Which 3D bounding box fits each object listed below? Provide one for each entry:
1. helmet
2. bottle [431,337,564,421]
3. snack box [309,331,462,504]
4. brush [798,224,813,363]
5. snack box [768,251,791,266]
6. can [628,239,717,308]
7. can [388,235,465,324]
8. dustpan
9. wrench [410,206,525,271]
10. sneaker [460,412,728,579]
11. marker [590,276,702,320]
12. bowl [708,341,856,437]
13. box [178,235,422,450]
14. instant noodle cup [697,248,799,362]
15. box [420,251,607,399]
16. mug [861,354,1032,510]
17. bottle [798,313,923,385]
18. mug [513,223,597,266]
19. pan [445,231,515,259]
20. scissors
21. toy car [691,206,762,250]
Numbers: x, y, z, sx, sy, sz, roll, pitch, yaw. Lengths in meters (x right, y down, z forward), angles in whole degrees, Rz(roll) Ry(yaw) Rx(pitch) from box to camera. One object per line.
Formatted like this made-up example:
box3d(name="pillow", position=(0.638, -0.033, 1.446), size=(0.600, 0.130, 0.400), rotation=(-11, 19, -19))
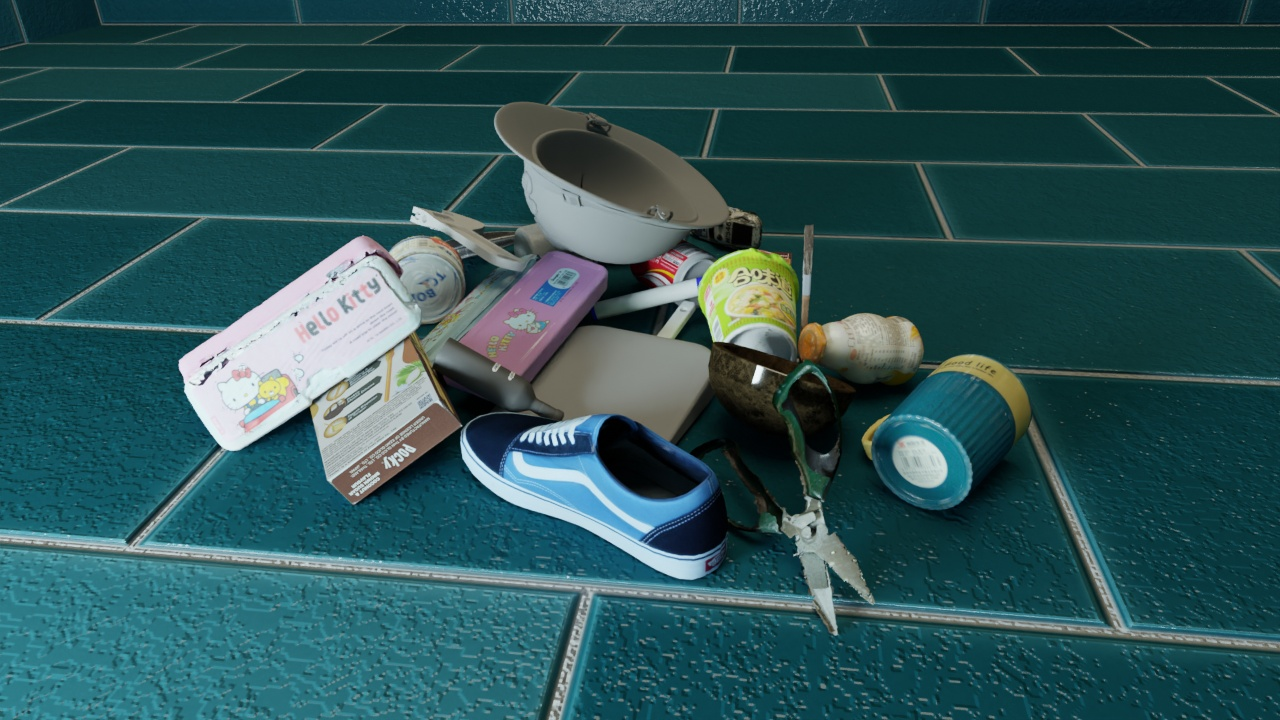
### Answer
box3d(name="helmet", position=(-0.044, -0.154, 0.925), size=(0.270, 0.118, 0.183), rotation=(6, 41, -38))
box3d(name="bottle", position=(-0.114, 0.022, 0.753), size=(0.113, 0.030, 0.030), rotation=(30, 31, -4))
box3d(name="snack box", position=(-0.220, 0.029, 0.761), size=(0.101, 0.032, 0.186), rotation=(-37, 36, -5))
box3d(name="brush", position=(0.146, -0.047, 0.812), size=(0.008, 0.143, 0.045), rotation=(2, 37, 9))
box3d(name="snack box", position=(0.132, -0.075, 0.980), size=(0.051, 0.032, 0.140), rotation=(4, 29, 10))
box3d(name="can", position=(0.035, -0.101, 0.999), size=(0.064, 0.064, 0.105), rotation=(-18, 33, -28))
box3d(name="can", position=(-0.226, -0.083, 0.956), size=(0.086, 0.086, 0.043), rotation=(-7, 31, -10))
box3d(name="dustpan", position=(-0.005, 0.005, 0.847), size=(0.163, 0.033, 0.256), rotation=(11, 40, 24))
box3d(name="wrench", position=(-0.177, -0.131, 0.991), size=(0.086, 0.018, 0.273), rotation=(10, 13, -34))
box3d(name="sneaker", position=(-0.039, 0.063, 0.663), size=(0.241, 0.098, 0.083), rotation=(20, 39, 34))
box3d(name="marker", position=(0.018, -0.065, 0.943), size=(0.142, 0.020, 0.020), rotation=(-13, 27, 13))
box3d(name="bowl", position=(0.108, 0.031, 0.750), size=(0.121, 0.056, 0.121), rotation=(18, 8, -3))
box3d(name="box", position=(-0.281, -0.009, 0.786), size=(0.202, 0.087, 0.102), rotation=(-35, 75, -2))
box3d(name="instant noodle cup", position=(0.104, -0.034, 0.854), size=(0.099, 0.099, 0.107), rotation=(0, 37, 2))
box3d(name="box", position=(-0.135, -0.038, 0.873), size=(0.150, 0.049, 0.213), rotation=(2, 35, 27))
box3d(name="mug", position=(0.224, 0.056, 0.702), size=(0.114, 0.083, 0.107), rotation=(-13, 16, 48))
box3d(name="bottle", position=(0.193, -0.011, 0.809), size=(0.108, 0.063, 0.063), rotation=(4, 25, -24))
box3d(name="mug", position=(-0.100, -0.122, 1.019), size=(0.070, 0.084, 0.113), rotation=(-17, 41, -21))
box3d(name="pan", position=(-0.115, -0.159, 1.129), size=(0.356, 0.055, 0.187), rotation=(-22, 33, -11))
box3d(name="scissors", position=(0.089, 0.106, 0.637), size=(0.147, 0.015, 0.209), rotation=(-29, 45, 27))
box3d(name="toy car", position=(0.100, -0.165, 1.130), size=(0.113, 0.048, 0.040), rotation=(23, 33, 39))
